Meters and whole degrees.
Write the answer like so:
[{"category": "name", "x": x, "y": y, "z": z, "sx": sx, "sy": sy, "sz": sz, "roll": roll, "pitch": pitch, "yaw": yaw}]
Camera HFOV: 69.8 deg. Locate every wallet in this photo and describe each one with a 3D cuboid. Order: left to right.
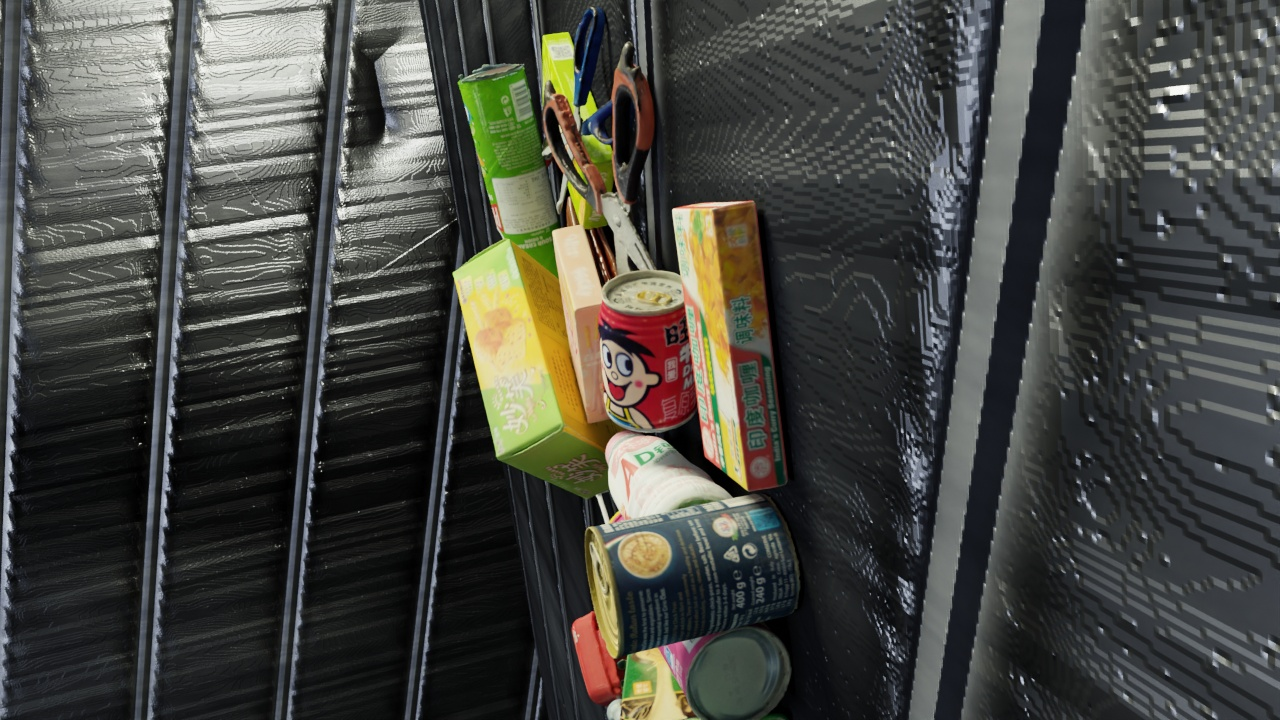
[{"category": "wallet", "x": -0.042, "y": -0.078, "z": 0.848, "sx": 0.101, "sy": 0.032, "sz": 0.124, "roll": 96, "pitch": 159, "yaw": -59}]

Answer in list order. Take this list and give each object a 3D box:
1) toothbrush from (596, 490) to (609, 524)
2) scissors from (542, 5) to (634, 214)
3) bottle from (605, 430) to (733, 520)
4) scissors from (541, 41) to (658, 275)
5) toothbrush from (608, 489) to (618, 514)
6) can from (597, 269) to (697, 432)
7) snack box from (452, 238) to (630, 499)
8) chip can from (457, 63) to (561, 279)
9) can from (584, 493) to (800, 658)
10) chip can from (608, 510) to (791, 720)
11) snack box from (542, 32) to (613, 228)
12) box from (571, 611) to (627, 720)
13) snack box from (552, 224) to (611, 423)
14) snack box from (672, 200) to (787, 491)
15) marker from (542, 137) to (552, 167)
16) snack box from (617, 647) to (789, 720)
[{"category": "toothbrush", "x": -0.024, "y": 0.215, "z": 1.049, "sx": 0.016, "sy": 0.016, "sz": 0.180, "roll": 107, "pitch": 147, "yaw": -68}, {"category": "scissors", "x": -0.046, "y": -0.194, "z": 0.727, "sx": 0.162, "sy": 0.012, "sz": 0.174, "roll": 33, "pitch": 122, "yaw": 56}, {"category": "bottle", "x": 0.014, "y": 0.095, "z": 0.675, "sx": 0.197, "sy": 0.068, "sz": 0.068, "roll": -141, "pitch": 42, "yaw": -72}, {"category": "scissors", "x": -0.022, "y": -0.124, "z": 0.679, "sx": 0.189, "sy": 0.015, "sz": 0.226, "roll": 36, "pitch": 134, "yaw": 46}, {"category": "toothbrush", "x": -0.015, "y": 0.191, "z": 0.989, "sx": 0.016, "sy": 0.018, "sz": 0.181, "roll": -13, "pitch": 91, "yaw": 63}, {"category": "can", "x": 0.006, "y": -0.007, "z": 0.621, "sx": 0.066, "sy": 0.066, "sz": 0.094, "roll": -121, "pitch": 24, "yaw": -55}, {"category": "snack box", "x": -0.086, "y": 0.011, "z": 0.861, "sx": 0.157, "sy": 0.070, "sz": 0.209, "roll": 38, "pitch": -152, "yaw": -56}, {"category": "chip can", "x": -0.128, "y": -0.187, "z": 0.963, "sx": 0.072, "sy": 0.072, "sz": 0.236, "roll": -125, "pitch": 21, "yaw": -60}, {"category": "can", "x": 0.030, "y": 0.124, "z": 0.539, "sx": 0.075, "sy": 0.111, "sz": 0.075, "roll": 170, "pitch": 91, "yaw": -76}, {"category": "chip can", "x": 0.032, "y": 0.171, "z": 0.654, "sx": 0.210, "sy": 0.071, "sz": 0.071, "roll": -141, "pitch": 41, "yaw": -69}, {"category": "snack box", "x": -0.057, "y": -0.203, "z": 0.809, "sx": 0.086, "sy": 0.026, "sz": 0.156, "roll": 102, "pitch": 153, "yaw": -60}, {"category": "box", "x": 0.006, "y": 0.309, "z": 0.802, "sx": 0.201, "sy": 0.039, "sz": 0.158, "roll": 55, "pitch": -166, "yaw": -58}, {"category": "snack box", "x": -0.045, "y": -0.026, "z": 0.746, "sx": 0.157, "sy": 0.026, "sz": 0.084, "roll": 87, "pitch": 169, "yaw": -54}, {"category": "snack box", "x": 0.050, "y": -0.011, "z": 0.521, "sx": 0.077, "sy": 0.027, "sz": 0.156, "roll": -147, "pitch": 47, "yaw": -73}, {"category": "marker", "x": -0.092, "y": -0.229, "z": 0.951, "sx": 0.145, "sy": 0.017, "sz": 0.017, "roll": 155, "pitch": 103, "yaw": -76}, {"category": "snack box", "x": 0.038, "y": 0.258, "z": 0.649, "sx": 0.105, "sy": 0.117, "sz": 0.118, "roll": -100, "pitch": 7, "yaw": -63}]
